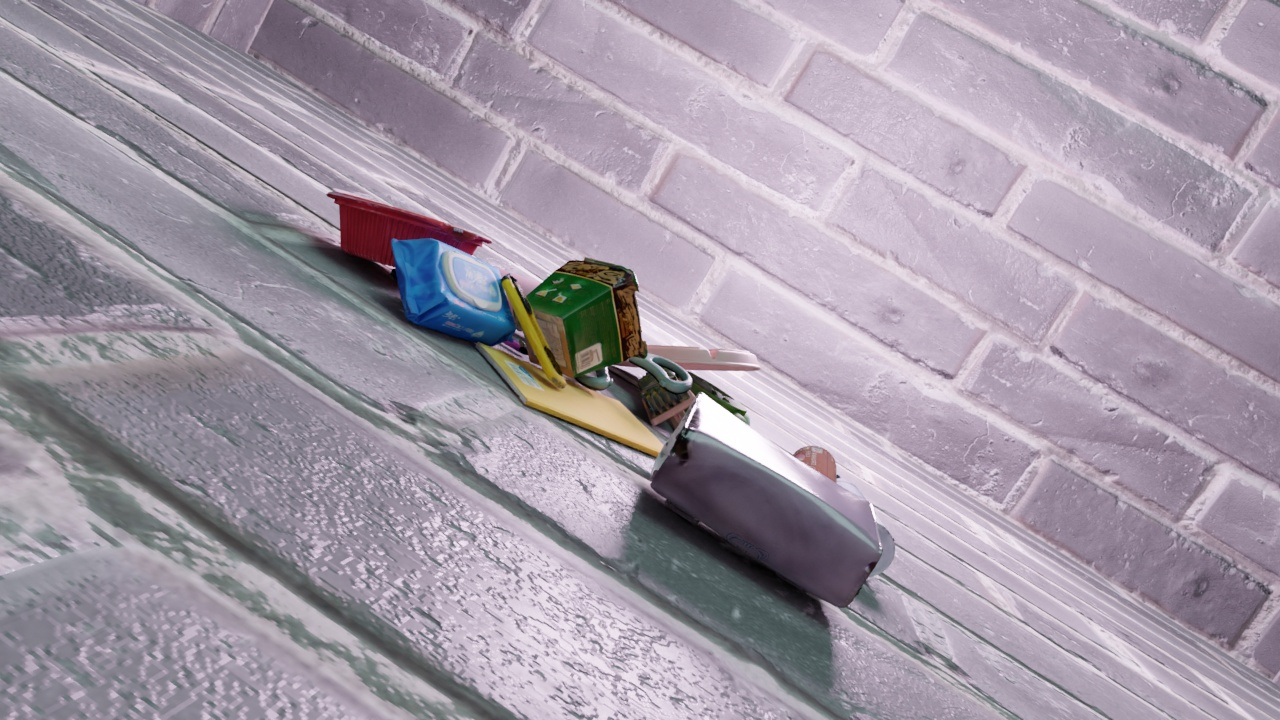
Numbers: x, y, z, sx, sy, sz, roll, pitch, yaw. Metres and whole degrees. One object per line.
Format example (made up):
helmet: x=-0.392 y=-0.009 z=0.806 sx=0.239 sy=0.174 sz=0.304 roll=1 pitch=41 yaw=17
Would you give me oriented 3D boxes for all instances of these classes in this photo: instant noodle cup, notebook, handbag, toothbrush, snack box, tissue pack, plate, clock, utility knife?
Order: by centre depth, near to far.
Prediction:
handbag: x=0.108 y=0.126 z=0.817 sx=0.197 sy=0.098 sz=0.145 roll=32 pitch=6 yaw=3
tissue pack: x=-0.196 y=-0.073 z=0.975 sx=0.157 sy=0.052 sz=0.095 roll=20 pitch=45 yaw=-55
notebook: x=-0.068 y=0.045 z=0.989 sx=0.206 sy=0.010 sz=0.146 roll=26 pitch=9 yaw=-37
utility knife: x=-0.115 y=-0.035 z=0.992 sx=0.154 sy=0.015 sz=0.033 roll=62 pitch=16 yaw=22
snack box: x=-0.072 y=-0.042 z=1.059 sx=0.118 sy=0.118 sz=0.105 roll=18 pitch=40 yaw=40
instant noodle cup: x=-0.272 y=-0.138 z=1.064 sx=0.194 sy=0.066 sz=0.194 roll=16 pitch=2 yaw=-1
toothbrush: x=-0.213 y=-0.056 z=1.078 sx=0.189 sy=0.014 sz=0.017 roll=31 pitch=17 yaw=-1
clock: x=0.105 y=0.073 z=1.319 sx=0.161 sy=0.056 sz=0.116 roll=32 pitch=8 yaw=10
plate: x=0.060 y=-0.003 z=1.335 sx=0.229 sy=0.028 sz=0.229 roll=2 pitch=-2 yaw=0

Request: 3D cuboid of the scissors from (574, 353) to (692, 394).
scissors: x=-0.004 y=0.006 z=1.120 sx=0.179 sy=0.019 sz=0.172 roll=12 pitch=22 yaw=5

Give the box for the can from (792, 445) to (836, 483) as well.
can: x=0.197 y=0.150 z=1.057 sx=0.058 sy=0.058 sz=0.147 roll=31 pitch=21 yaw=0

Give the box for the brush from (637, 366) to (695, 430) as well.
brush: x=0.034 y=0.052 z=1.192 sx=0.073 sy=0.063 sz=0.145 roll=59 pitch=0 yaw=-12

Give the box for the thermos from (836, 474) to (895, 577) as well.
thermos: x=0.247 y=0.190 z=1.082 sx=0.070 sy=0.070 sz=0.220 roll=31 pitch=7 yaw=1

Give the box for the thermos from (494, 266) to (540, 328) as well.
thermos: x=-0.117 y=-0.068 z=1.214 sx=0.198 sy=0.067 sz=0.087 roll=17 pitch=26 yaw=-29
